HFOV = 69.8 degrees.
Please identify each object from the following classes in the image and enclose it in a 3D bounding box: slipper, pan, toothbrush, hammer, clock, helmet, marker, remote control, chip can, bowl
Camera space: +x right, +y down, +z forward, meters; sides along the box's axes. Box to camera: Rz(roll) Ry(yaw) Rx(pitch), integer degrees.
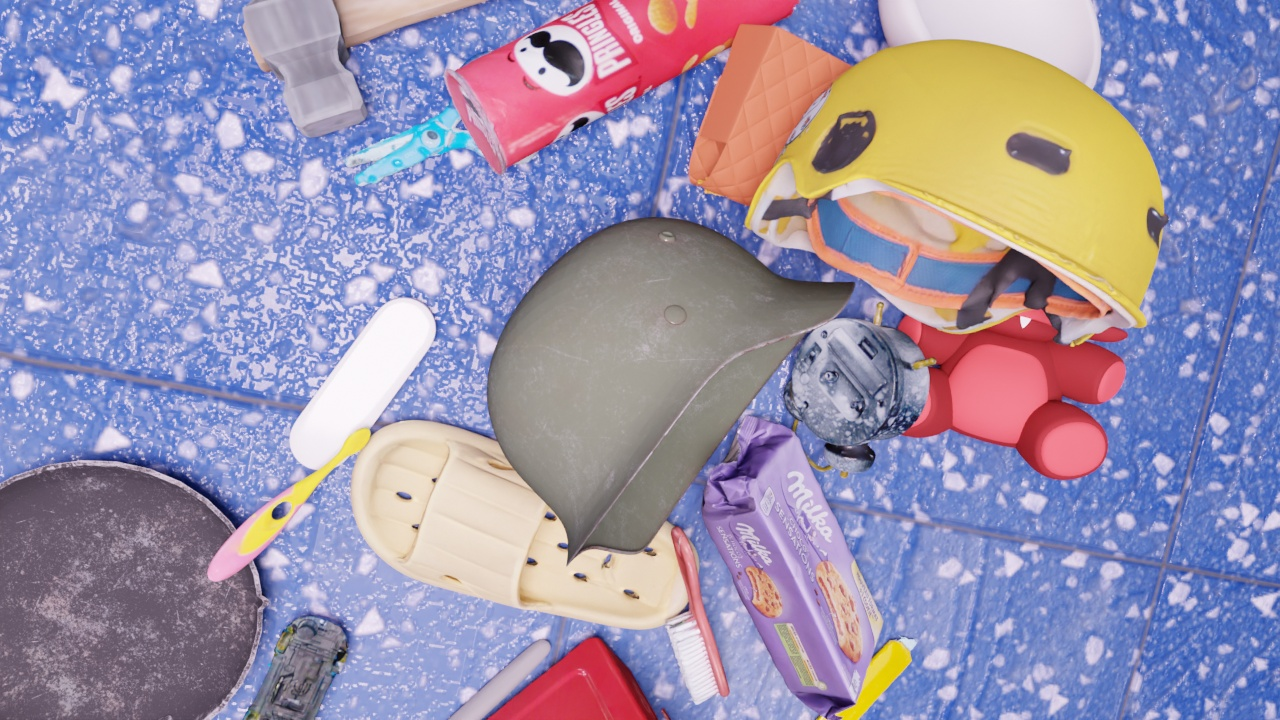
[{"bbox_3d":[-0.076,0.129,0.634,0.261,0.079,0.111,22,95,-14],"label":"slipper"},{"bbox_3d":[-0.352,0.238,0.611,0.207,0.040,0.357,-1,98,-11],"label":"pan"},{"bbox_3d":[-0.230,0.093,0.603,0.135,0.016,0.021,-45,110,-12],"label":"toothbrush"},{"bbox_3d":[-0.093,-0.252,0.598,0.322,0.051,0.117,-21,96,-9],"label":"hammer"},{"bbox_3d":[0.147,0.026,0.650,0.052,0.090,0.130,2,133,-40],"label":"clock"},{"bbox_3d":[0.191,-0.106,0.521,0.209,0.240,0.139,24,87,-20],"label":"helmet"},{"bbox_3d":[-0.121,0.252,0.671,0.138,0.016,0.022,-43,79,-5],"label":"marker"},{"bbox_3d":[-0.190,0.016,0.629,0.043,0.013,0.136,36,89,-13],"label":"remote control"},{"bbox_3d":[-0.003,0.003,0.566,0.154,0.267,0.228,37,125,4],"label":"helmet"},{"bbox_3d":[-0.009,-0.208,0.603,0.232,0.073,0.073,-31,102,-10],"label":"chip can"},{"bbox_3d":[0.233,-0.233,0.644,0.176,0.066,0.176,6,73,-22],"label":"bowl"}]

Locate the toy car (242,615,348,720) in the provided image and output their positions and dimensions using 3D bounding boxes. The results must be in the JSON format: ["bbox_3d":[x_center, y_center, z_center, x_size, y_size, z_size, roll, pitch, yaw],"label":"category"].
[{"bbox_3d":[-0.239,0.227,0.635,0.048,0.032,0.105,23,82,-12],"label":"toy car"}]

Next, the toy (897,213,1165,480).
[{"bbox_3d":[0.269,-0.026,0.662,0.158,0.120,0.197,16,94,24],"label":"toy"}]

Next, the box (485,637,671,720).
[{"bbox_3d":[-0.049,0.292,0.631,0.157,0.136,0.122,-35,103,-7],"label":"box"}]

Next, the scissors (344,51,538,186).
[{"bbox_3d":[-0.139,-0.159,0.620,0.140,0.015,0.083,-19,102,-7],"label":"scissors"}]

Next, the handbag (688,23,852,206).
[{"bbox_3d":[0.123,-0.145,0.636,0.171,0.060,0.109,15,103,-30],"label":"handbag"}]

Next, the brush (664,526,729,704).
[{"bbox_3d":[0.033,0.184,0.650,0.030,0.041,0.172,-21,126,-10],"label":"brush"}]

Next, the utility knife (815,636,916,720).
[{"bbox_3d":[0.165,0.279,0.730,0.155,0.017,0.030,-45,108,-3],"label":"utility knife"}]

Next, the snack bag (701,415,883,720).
[{"bbox_3d":[0.107,0.147,0.663,0.059,0.096,0.205,-18,104,35],"label":"snack bag"}]
